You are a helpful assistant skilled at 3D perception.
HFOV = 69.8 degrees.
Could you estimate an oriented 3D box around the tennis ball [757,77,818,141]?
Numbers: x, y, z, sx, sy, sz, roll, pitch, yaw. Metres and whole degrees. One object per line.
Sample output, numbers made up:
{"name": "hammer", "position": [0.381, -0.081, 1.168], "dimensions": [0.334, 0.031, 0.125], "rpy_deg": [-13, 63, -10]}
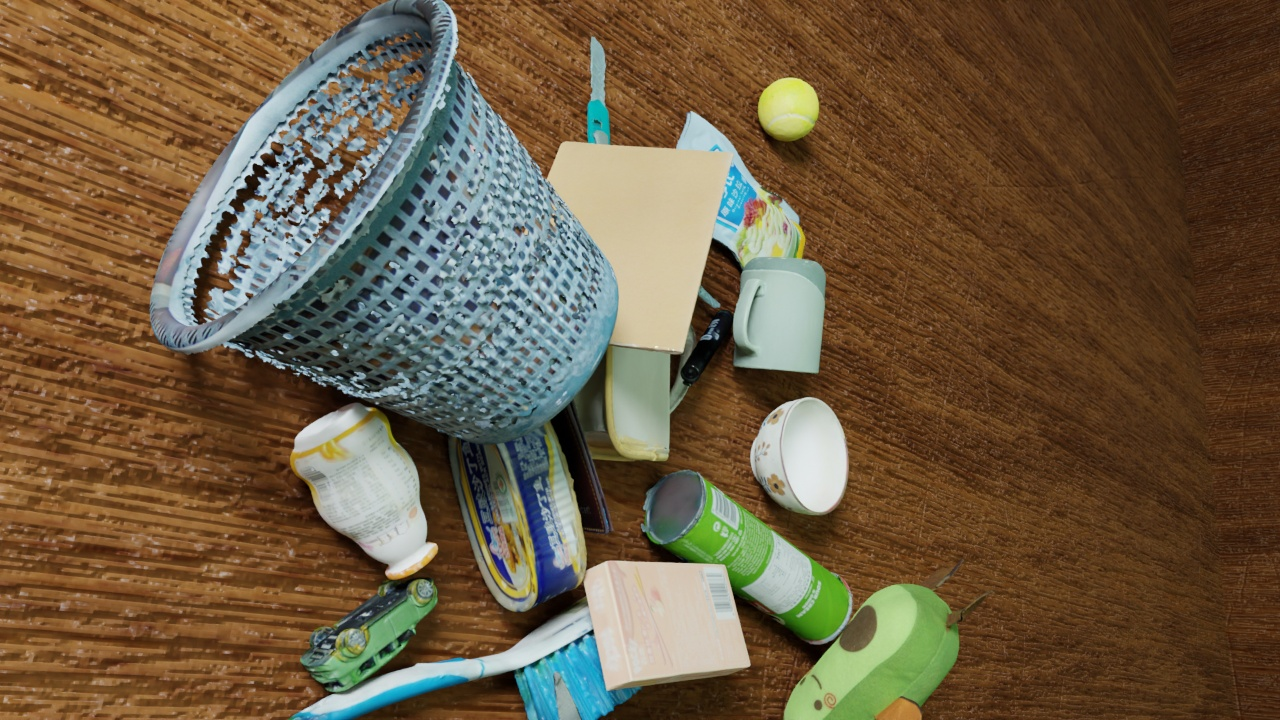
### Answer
{"name": "tennis ball", "position": [0.159, -0.269, 0.984], "dimensions": [0.065, 0.066, 0.065], "rpy_deg": [12, 73, -45]}

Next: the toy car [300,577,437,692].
{"name": "toy car", "position": [-0.165, 0.167, 0.570], "dimensions": [0.091, 0.043, 0.036], "rpy_deg": [-38, 106, -42]}

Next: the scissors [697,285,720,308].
{"name": "scissors", "position": [0.033, -0.092, 0.842], "dimensions": [0.133, 0.017, 0.128], "rpy_deg": [36, 72, -31]}

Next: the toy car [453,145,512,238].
{"name": "toy car", "position": [-0.120, -0.133, 0.684], "dimensions": [0.056, 0.037, 0.122], "rpy_deg": [-6, 85, -48]}

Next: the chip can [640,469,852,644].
{"name": "chip can", "position": [0.101, 0.180, 0.824], "dimensions": [0.236, 0.072, 0.072], "rpy_deg": [39, 56, -34]}

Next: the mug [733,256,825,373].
{"name": "mug", "position": [0.126, -0.044, 0.875], "dimensions": [0.111, 0.082, 0.106], "rpy_deg": [3, 92, -49]}

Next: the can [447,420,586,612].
{"name": "can", "position": [-0.087, 0.099, 0.643], "dimensions": [0.049, 0.075, 0.148], "rpy_deg": [-17, 93, -44]}

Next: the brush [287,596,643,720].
{"name": "brush", "position": [-0.086, 0.220, 0.636], "dimensions": [0.313, 0.061, 0.109], "rpy_deg": [-21, 91, -46]}

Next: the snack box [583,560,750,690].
{"name": "snack box", "position": [0.023, 0.197, 0.691], "dimensions": [0.157, 0.026, 0.084], "rpy_deg": [17, 52, -50]}

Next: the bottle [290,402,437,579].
{"name": "bottle", "position": [-0.167, 0.083, 0.569], "dimensions": [0.063, 0.063, 0.108], "rpy_deg": [-41, 110, -43]}

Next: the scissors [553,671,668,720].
{"name": "scissors", "position": [-0.031, 0.303, 0.644], "dimensions": [0.220, 0.022, 0.222], "rpy_deg": [4, 101, -50]}

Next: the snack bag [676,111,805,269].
{"name": "snack bag", "position": [0.095, -0.151, 0.915], "dimensions": [0.191, 0.039, 0.110], "rpy_deg": [38, 69, -35]}

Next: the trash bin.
{"name": "trash bin", "position": [-0.126, -0.056, 0.534], "dimensions": [0.195, 0.227, 0.226], "rpy_deg": [41, 54, -40]}

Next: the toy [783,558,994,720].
{"name": "toy", "position": [0.225, 0.281, 0.857], "dimensions": [0.090, 0.227, 0.247], "rpy_deg": [41, 93, -3]}

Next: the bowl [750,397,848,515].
{"name": "bowl", "position": [0.148, 0.096, 0.899], "dimensions": [0.113, 0.062, 0.113], "rpy_deg": [14, 70, -45]}

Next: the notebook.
{"name": "notebook", "position": [-0.019, -0.094, 0.700], "dimensions": [0.008, 0.148, 0.207], "rpy_deg": [80, 21, -52]}

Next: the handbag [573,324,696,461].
{"name": "handbag", "position": [-0.005, 0.005, 0.768], "dimensions": [0.178, 0.063, 0.163], "rpy_deg": [19, 70, -59]}

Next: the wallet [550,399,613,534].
{"name": "wallet", "position": [-0.060, 0.065, 0.665], "dimensions": [0.020, 0.096, 0.122], "rpy_deg": [-19, 95, -27]}

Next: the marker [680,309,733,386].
{"name": "marker", "position": [0.062, -0.013, 0.835], "dimensions": [0.131, 0.020, 0.022], "rpy_deg": [-53, 155, -59]}

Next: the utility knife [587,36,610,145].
{"name": "utility knife", "position": [-0.036, -0.184, 0.799], "dimensions": [0.029, 0.013, 0.209], "rpy_deg": [8, 76, -46]}
